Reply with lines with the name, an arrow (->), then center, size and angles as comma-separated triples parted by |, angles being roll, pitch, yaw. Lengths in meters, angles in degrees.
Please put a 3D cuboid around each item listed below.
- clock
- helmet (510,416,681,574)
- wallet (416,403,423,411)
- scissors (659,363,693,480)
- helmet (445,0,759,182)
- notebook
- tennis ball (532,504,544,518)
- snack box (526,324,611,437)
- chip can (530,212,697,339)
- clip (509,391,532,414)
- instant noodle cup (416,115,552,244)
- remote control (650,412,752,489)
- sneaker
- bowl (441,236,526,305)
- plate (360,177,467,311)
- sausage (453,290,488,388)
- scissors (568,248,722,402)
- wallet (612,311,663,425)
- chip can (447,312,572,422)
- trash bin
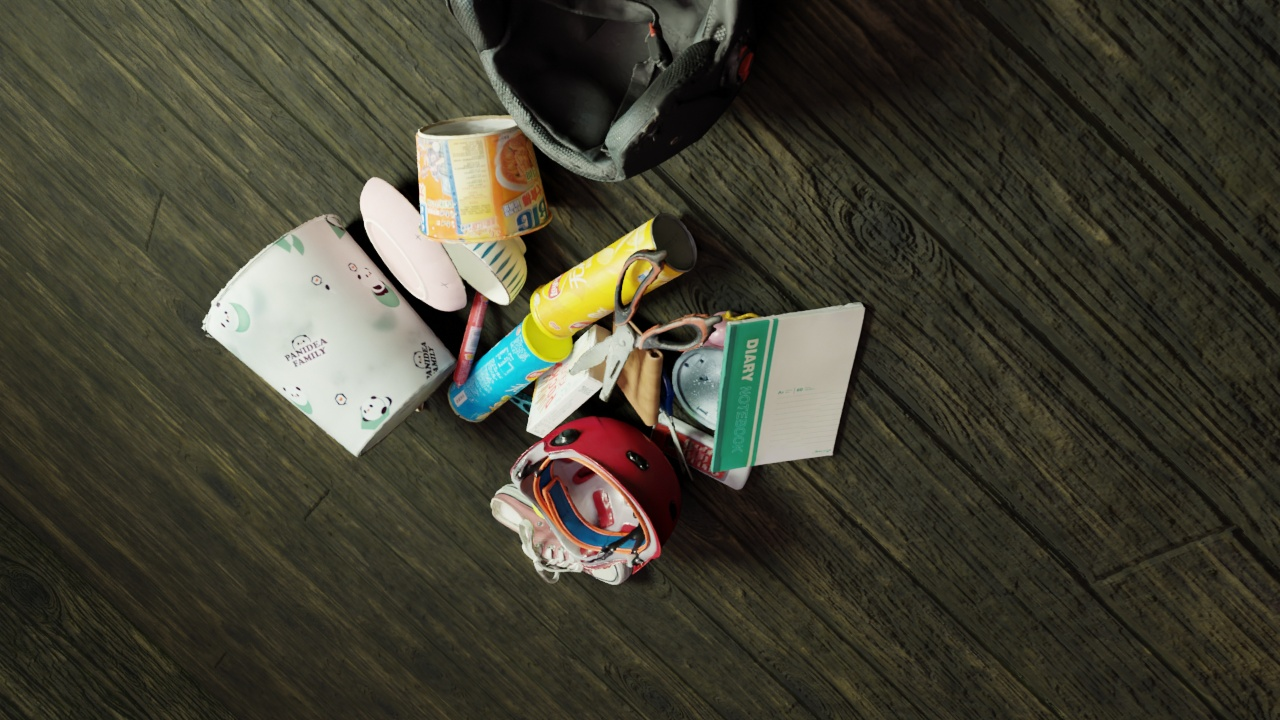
clock -> 0.108, 0.009, 1.037 | 0.117, 0.059, 0.159 | 37, 136, 5
helmet -> -0.033, 0.154, 1.165 | 0.241, 0.143, 0.207 | -16, 115, 51
wallet -> -0.385, 0.029, 1.391 | 0.115, 0.024, 0.087 | 14, 125, 27
scissors -> 0.036, 0.067, 1.110 | 0.170, 0.012, 0.144 | 62, 163, 14
helmet -> -0.010, -0.291, 0.779 | 0.233, 0.229, 0.276 | 44, 126, 7
notebook -> 0.155, 0.034, 0.993 | 0.150, 0.012, 0.209 | -8, 129, -12
tennis ball -> -0.124, 0.198, 1.318 | 0.065, 0.065, 0.066 | 17, 129, 22
snack box -> -0.091, 0.028, 1.160 | 0.027, 0.084, 0.157 | 26, 139, -24
chip can -> -0.034, -0.092, 1.047 | 0.214, 0.071, 0.072 | -25, 106, 41
clip -> -0.161, 0.058, 1.275 | 0.055, 0.013, 0.037 | 31, 133, 8
instant noodle cup -> -0.178, -0.204, 1.012 | 0.151, 0.151, 0.111 | 9, 118, 27
remote control -> 0.076, 0.115, 1.161 | 0.136, 0.020, 0.056 | 27, 132, 14
sneaker -> -0.129, 0.273, 1.360 | 0.241, 0.087, 0.118 | 28, 132, 14
bowl -> -0.181, -0.129, 1.102 | 0.116, 0.066, 0.117 | 36, 162, 13
plate -> -0.291, -0.135, 1.143 | 0.192, 0.039, 0.193 | 43, 159, 21
sausage -> -0.220, -0.036, 1.201 | 0.020, 0.020, 0.156 | 21, 103, 18
scissors -> -0.004, -0.033, 1.005 | 0.224, 0.015, 0.189 | 0, 121, 28
wallet -> -0.006, 0.006, 1.096 | 0.115, 0.020, 0.101 | 49, 146, 45
chip can -> -0.176, 0.011, 1.212 | 0.071, 0.071, 0.211 | 48, 134, -7
trash bin -> -0.395, -0.024, 1.214 | 0.252, 0.228, 0.230 | 45, 134, -3
